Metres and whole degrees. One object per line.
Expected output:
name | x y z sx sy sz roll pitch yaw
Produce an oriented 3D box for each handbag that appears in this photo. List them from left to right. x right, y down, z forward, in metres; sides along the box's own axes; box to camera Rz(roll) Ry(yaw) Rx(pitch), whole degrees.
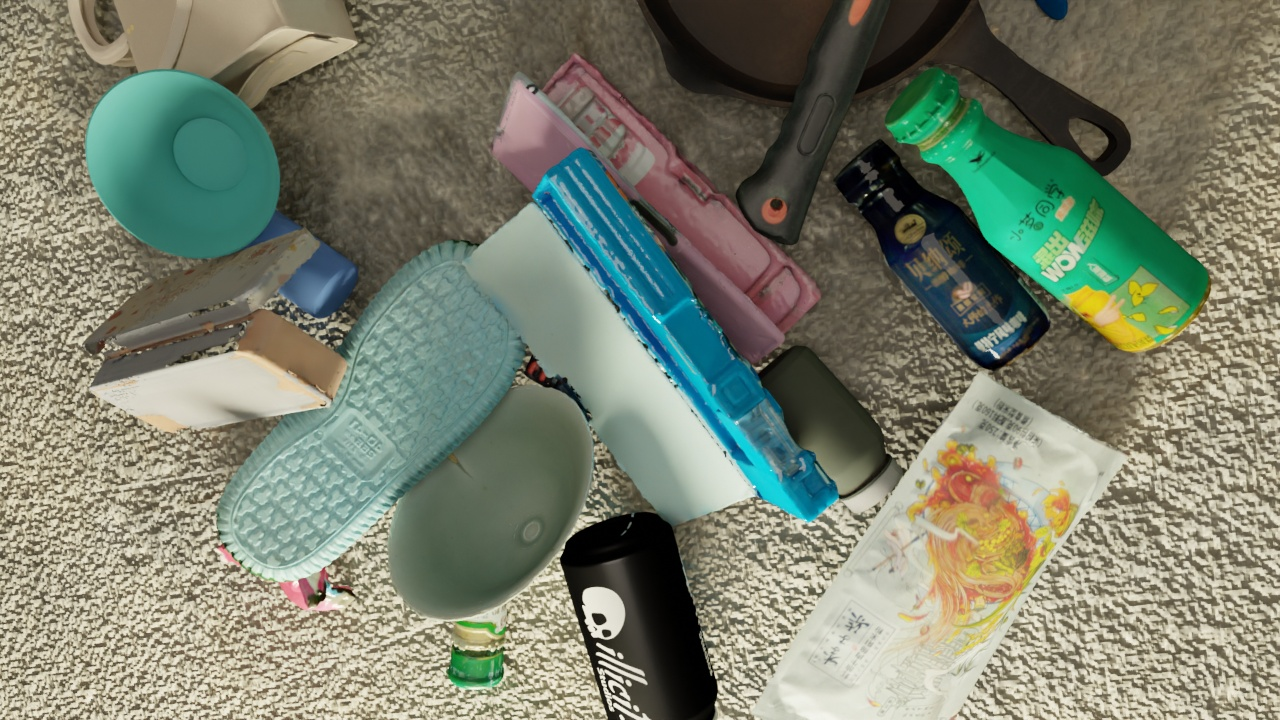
handbag | -0.318 -0.260 0.625 0.198 0.101 0.194 -19 95 23

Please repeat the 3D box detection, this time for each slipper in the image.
slipper | -0.184 0.038 0.649 0.116 0.069 0.276 42 88 -2

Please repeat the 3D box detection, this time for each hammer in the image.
hammer | 0.137 -0.227 0.532 0.133 0.033 0.333 23 104 0

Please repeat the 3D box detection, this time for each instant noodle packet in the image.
instant noodle packet | 0.199 0.149 0.600 0.147 0.057 0.269 26 100 -17

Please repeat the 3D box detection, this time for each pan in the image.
pan | 0.153 -0.232 0.566 0.356 0.043 0.249 38 103 -3

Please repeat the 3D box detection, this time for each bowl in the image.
bowl | -0.295 -0.133 0.611 0.121 0.046 0.121 -1 113 -1
bowl | -0.086 0.104 0.626 0.174 0.174 0.068 -34 131 12

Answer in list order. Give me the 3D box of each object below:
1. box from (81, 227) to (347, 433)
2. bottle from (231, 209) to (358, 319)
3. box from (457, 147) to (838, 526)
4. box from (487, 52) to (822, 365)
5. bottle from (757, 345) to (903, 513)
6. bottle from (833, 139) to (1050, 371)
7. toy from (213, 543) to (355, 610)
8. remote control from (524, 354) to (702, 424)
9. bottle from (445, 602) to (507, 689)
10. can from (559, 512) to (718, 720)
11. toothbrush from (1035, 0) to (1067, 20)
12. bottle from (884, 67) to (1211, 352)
box | -0.288 -0.005 0.628 0.217 0.094 0.108 -10 118 36
bottle | -0.268 -0.084 0.656 0.131 0.048 0.048 34 102 3
box | 0.006 -0.005 0.575 0.063 0.175 0.243 -42 100 -29
box | 0.004 -0.089 0.585 0.099 0.098 0.232 -44 90 11
bottle | 0.120 0.046 0.604 0.060 0.060 0.108 -42 90 12
bottle | 0.188 -0.067 0.579 0.056 0.056 0.161 -41 89 12
toy | -0.265 0.152 0.689 0.102 0.065 0.050 21 68 9
remote control | -0.013 0.024 0.644 0.140 0.021 0.045 30 104 9
bottle | -0.118 0.182 0.673 0.043 0.042 0.110 6 97 8
can | 0.001 0.185 0.632 0.080 0.080 0.146 -15 95 11
toothbrush | 0.230 -0.269 0.563 0.021 0.016 0.132 -23 94 46
bottle | 0.236 -0.090 0.540 0.209 0.068 0.068 36 102 -10
